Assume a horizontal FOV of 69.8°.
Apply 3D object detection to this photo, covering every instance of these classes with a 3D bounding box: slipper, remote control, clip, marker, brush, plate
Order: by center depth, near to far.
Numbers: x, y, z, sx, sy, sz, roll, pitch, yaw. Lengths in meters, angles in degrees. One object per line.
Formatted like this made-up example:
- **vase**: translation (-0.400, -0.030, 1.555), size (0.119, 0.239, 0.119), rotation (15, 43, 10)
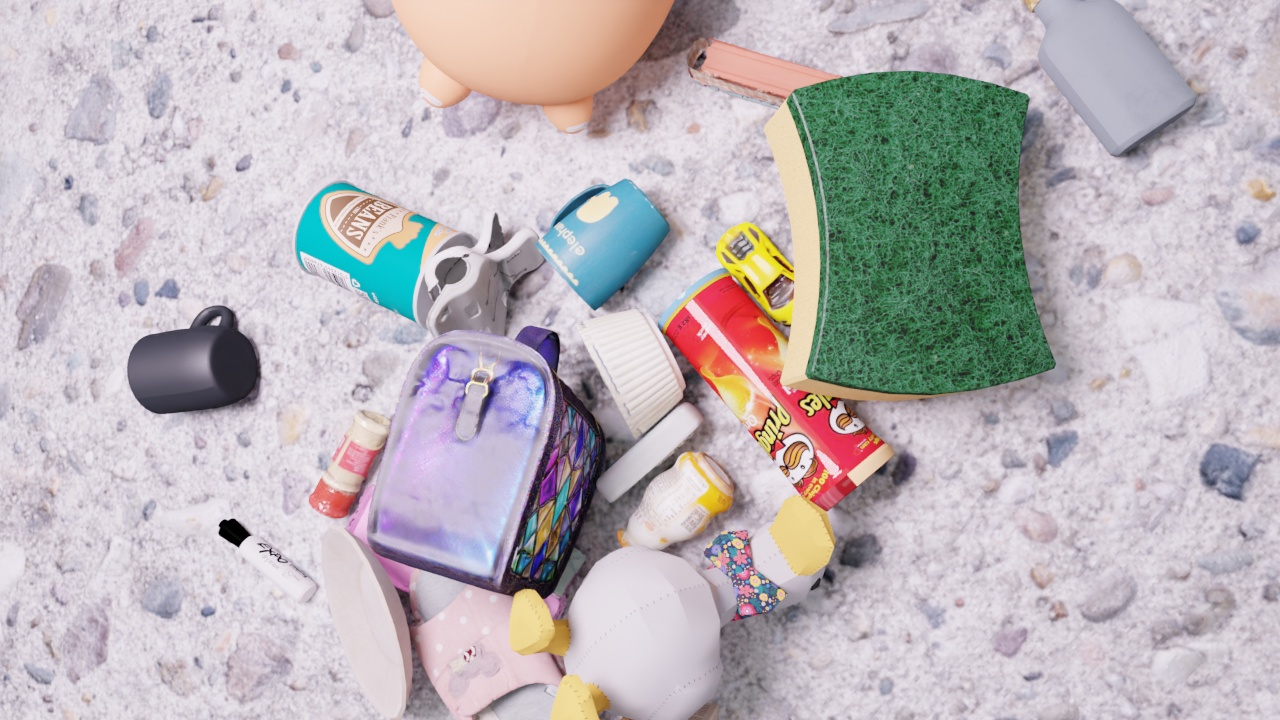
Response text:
- **brush**: translation (0.209, -0.095, 0.728), size (0.195, 0.075, 0.250), rotation (-2, 84, -9)
- **slipper**: translation (-0.119, 0.284, 0.812), size (0.114, 0.054, 0.274), rotation (-43, 74, 9)
- **remote control**: translation (0.009, 0.082, 0.823), size (0.114, 0.060, 0.028), rotation (-42, 86, 6)
- **clip**: translation (-0.154, -0.069, 0.854), size (0.081, 0.125, 0.147), rotation (21, 68, 10)
- **plate**: translation (-0.251, 0.241, 0.861), size (0.189, 0.027, 0.189), rotation (25, 123, 47)
- **marker**: translation (-0.387, 0.204, 0.945), size (0.126, 0.025, 0.025), rotation (33, 95, 15)

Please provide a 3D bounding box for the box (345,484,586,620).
- **box**: translation (-0.165, 0.168, 0.879), size (0.230, 0.035, 0.159), rotation (29, 96, 15)

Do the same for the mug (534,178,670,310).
- **mug**: translation (-0.037, -0.119, 0.845), size (0.104, 0.084, 0.112), rotation (-41, 49, 3)

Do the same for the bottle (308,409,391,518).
- **bottle**: translation (-0.288, 0.103, 0.914), size (0.044, 0.044, 0.109), rotation (31, 94, 15)

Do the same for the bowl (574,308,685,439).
- **bowl**: translation (-0.005, 0.005, 0.812), size (0.062, 0.115, 0.115), rotation (-28, 80, -3)

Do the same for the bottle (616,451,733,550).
- **bottle**: translation (0.029, 0.132, 0.813), size (0.108, 0.063, 0.063), rotation (-42, 77, 9)

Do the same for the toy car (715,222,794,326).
- **toy car**: translation (0.113, -0.077, 0.821), size (0.049, 0.030, 0.107), rotation (-44, 78, 8)

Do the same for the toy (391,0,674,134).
- **toy**: translation (-0.094, -0.346, 0.783), size (0.262, 0.265, 0.281), rotation (8, 109, -15)

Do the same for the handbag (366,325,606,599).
- **handbag**: translation (-0.113, 0.077, 0.767), size (0.125, 0.205, 0.221), rotation (13, 76, 13)

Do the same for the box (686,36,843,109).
- **box**: translation (0.127, -0.249, 0.820), size (0.187, 0.053, 0.058), rotation (21, 124, 17)

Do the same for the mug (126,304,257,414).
- **mug**: translation (-0.456, -0.006, 0.954), size (0.094, 0.085, 0.121), rotation (-6, 56, 14)

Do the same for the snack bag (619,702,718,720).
- **snack bag**: translation (0.007, 0.347, 0.733), size (0.070, 0.206, 0.094), rotation (4, 87, 15)

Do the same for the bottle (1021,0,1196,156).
- **bottle**: translation (0.371, -0.251, 0.750), size (0.072, 0.046, 0.161), rotation (-34, 79, 11)

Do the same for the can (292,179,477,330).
- **can**: translation (-0.243, -0.102, 0.884), size (0.144, 0.099, 0.099), rotation (24, 93, 15)

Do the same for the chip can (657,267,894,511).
- **chip can**: translation (0.113, 0.026, 0.786), size (0.087, 0.087, 0.213), rotation (-42, 76, 9)

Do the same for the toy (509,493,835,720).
- **toy**: translation (0.029, 0.213, 0.750), size (0.141, 0.266, 0.247), rotation (57, 140, 28)
